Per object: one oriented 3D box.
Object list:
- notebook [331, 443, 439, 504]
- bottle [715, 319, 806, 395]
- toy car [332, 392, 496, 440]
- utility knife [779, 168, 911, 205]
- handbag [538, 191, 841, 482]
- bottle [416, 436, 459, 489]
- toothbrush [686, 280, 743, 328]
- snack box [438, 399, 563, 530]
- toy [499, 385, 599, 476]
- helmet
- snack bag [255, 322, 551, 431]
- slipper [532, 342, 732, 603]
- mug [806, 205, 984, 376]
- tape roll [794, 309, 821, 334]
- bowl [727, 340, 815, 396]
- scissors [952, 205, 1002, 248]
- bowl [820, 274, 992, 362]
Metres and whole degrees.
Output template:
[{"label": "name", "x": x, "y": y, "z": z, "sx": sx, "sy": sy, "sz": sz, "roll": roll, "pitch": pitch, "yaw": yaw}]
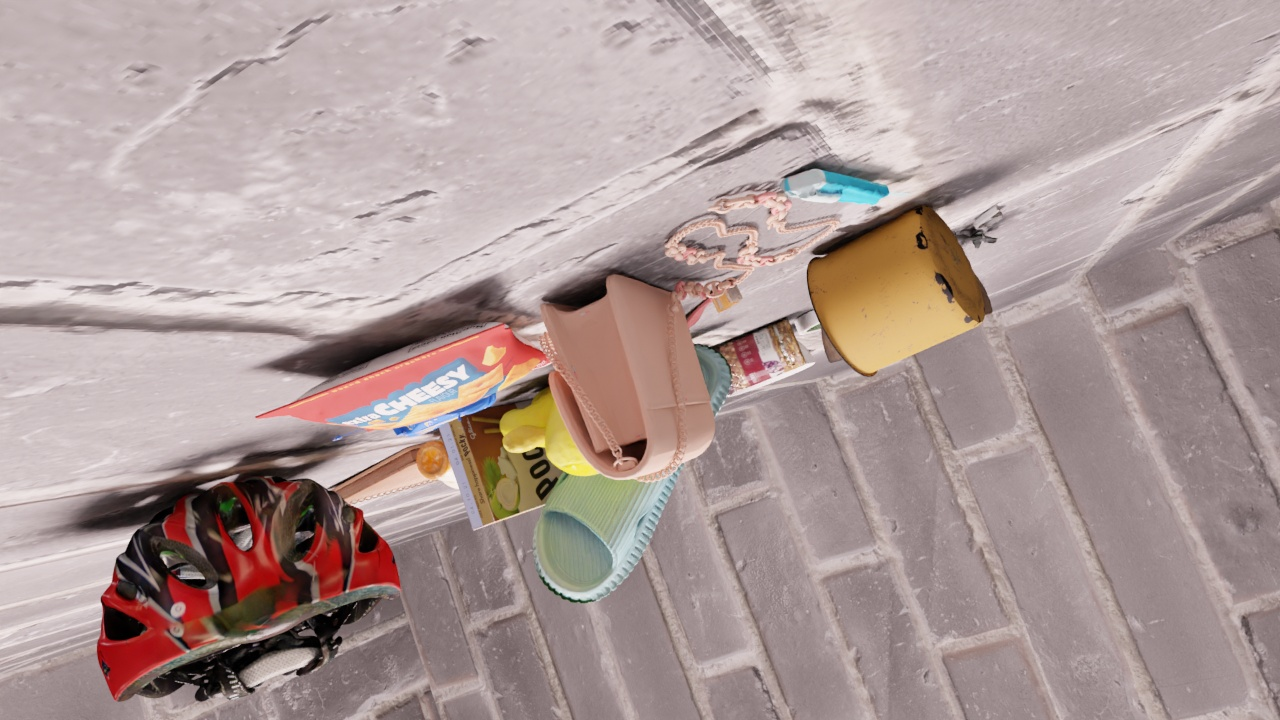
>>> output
[{"label": "notebook", "x": -0.228, "y": 0.114, "z": 1.039, "sx": 0.170, "sy": 0.022, "sz": 0.210, "roll": -27, "pitch": 170, "yaw": 35}, {"label": "bottle", "x": 0.126, "y": -0.002, "z": 1.024, "sx": 0.105, "sy": 0.056, "sz": 0.056, "roll": -23, "pitch": 172, "yaw": 11}, {"label": "toy car", "x": -0.149, "y": 0.033, "z": 0.609, "sx": 0.092, "sy": 0.033, "sz": 0.061, "roll": -23, "pitch": 179, "yaw": 14}, {"label": "utility knife", "x": 0.121, "y": -0.094, "z": 0.515, "sx": 0.022, "sy": 0.015, "sz": 0.148, "roll": -15, "pitch": 176, "yaw": 35}, {"label": "handbag", "x": 0.046, "y": -0.006, "z": 0.551, "sx": 0.187, "sy": 0.116, "sz": 0.198, "roll": -23, "pitch": 172, "yaw": 16}, {"label": "bottle", "x": -0.174, "y": 0.095, "z": 0.893, "sx": 0.063, "sy": 0.063, "sz": 0.108, "roll": -23, "pitch": 170, "yaw": 17}, {"label": "toothbrush", "x": 0.043, "y": -0.032, "z": 0.755, "sx": 0.015, "sy": 0.015, "sz": 0.185, "roll": -25, "pitch": 176, "yaw": -20}, {"label": "snack box", "x": -0.103, "y": 0.091, "z": 0.898, "sx": 0.032, "sy": 0.101, "sz": 0.185, "roll": -26, "pitch": 171, "yaw": 35}, {"label": "toy", "x": -0.042, "y": 0.042, "z": 0.778, "sx": 0.133, "sy": 0.092, "sz": 0.208, "roll": -37, "pitch": -167, "yaw": -37}, {"label": "helmet", "x": -0.306, "y": 0.177, "z": 0.717, "sx": 0.217, "sy": 0.167, "sz": 0.273, "roll": -16, "pitch": 171, "yaw": -29}, {"label": "snack bag", "x": -0.122, "y": 0.011, "z": 0.518, "sx": 0.131, "sy": 0.039, "sz": 0.144, "roll": -20, "pitch": 172, "yaw": 2}, {"label": "slipper", "x": -0.011, "y": 0.087, "z": 0.837, "sx": 0.275, "sy": 0.116, "sz": 0.069, "roll": -55, "pitch": 145, "yaw": -18}, {"label": "mug", "x": 0.193, "y": -0.060, "z": 0.686, "sx": 0.094, "sy": 0.100, "sz": 0.123, "roll": -28, "pitch": -149, "yaw": 33}, {"label": "tape roll", "x": 0.224, "y": -0.055, "z": 1.059, "sx": 0.094, "sy": 0.018, "sz": 0.094, "roll": -20, "pitch": 173, "yaw": -3}, {"label": "bowl", "x": 0.152, "y": 0.001, "z": 1.129, "sx": 0.114, "sy": 0.050, "sz": 0.115, "roll": -20, "pitch": 172, "yaw": -3}, {"label": "scissors", "x": 0.326, "y": -0.123, "z": 0.865, "sx": 0.159, "sy": 0.014, "sz": 0.121, "roll": -12, "pitch": 169, "yaw": -36}, {"label": "bowl", "x": 0.252, "y": -0.054, "z": 0.898, "sx": 0.162, "sy": 0.070, "sz": 0.162, "roll": -17, "pitch": 176, "yaw": -1}]
